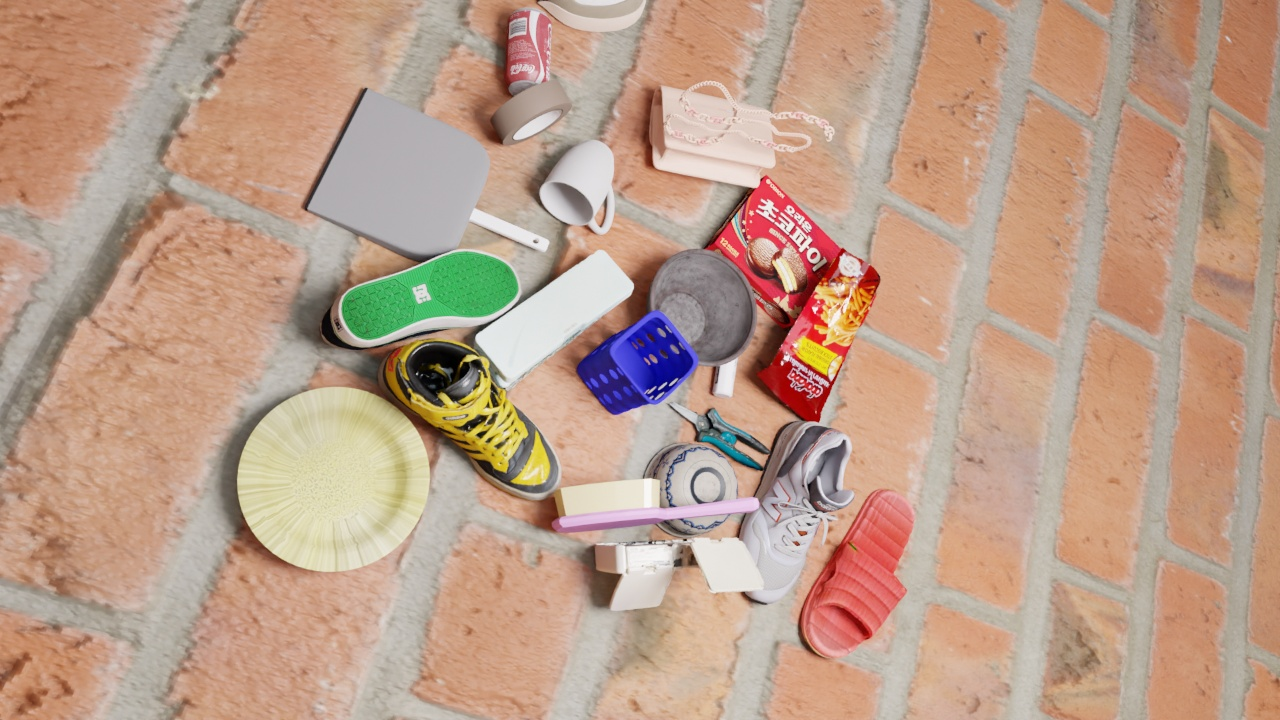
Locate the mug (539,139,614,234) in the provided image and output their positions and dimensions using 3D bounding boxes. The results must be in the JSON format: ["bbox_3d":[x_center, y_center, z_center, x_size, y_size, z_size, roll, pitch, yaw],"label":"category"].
[{"bbox_3d":[-0.061,-0.208,1.111,0.107,0.071,0.089,52,51,-37],"label":"mug"}]

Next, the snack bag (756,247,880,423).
[{"bbox_3d":[0.237,-0.031,1.195,0.139,0.067,0.207,40,78,-40],"label":"snack bag"}]

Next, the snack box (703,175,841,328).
[{"bbox_3d":[0.178,-0.144,1.215,0.152,0.036,0.132,42,66,-11],"label":"snack box"}]

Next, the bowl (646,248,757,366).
[{"bbox_3d":[0.064,-0.058,1.130,0.144,0.067,0.144,5,78,-23],"label":"bowl"}]

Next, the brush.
[{"bbox_3d":[0.016,0.157,1.019,0.228,0.089,0.043,-6,75,-1],"label":"brush"}]

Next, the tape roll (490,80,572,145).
[{"bbox_3d":[-0.128,-0.289,1.074,0.093,0.094,0.030,-31,93,-26],"label":"tape roll"}]

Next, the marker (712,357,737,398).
[{"bbox_3d":[0.113,-0.015,1.167,0.025,0.025,0.125,16,74,-21],"label":"marker"}]

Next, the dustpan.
[{"bbox_3d":[-0.224,-0.185,1.049,0.257,0.033,0.163,22,71,-9],"label":"dustpan"}]

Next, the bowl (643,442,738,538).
[{"bbox_3d":[0.066,0.153,1.093,0.115,0.059,0.115,5,78,-23],"label":"bowl"}]

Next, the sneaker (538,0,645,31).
[{"bbox_3d":[-0.114,-0.502,1.110,0.293,0.117,0.111,15,74,-21],"label":"sneaker"}]

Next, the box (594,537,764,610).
[{"bbox_3d":[0.039,0.233,0.996,0.143,0.182,0.081,0,80,-17],"label":"box"}]

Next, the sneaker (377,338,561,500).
[{"bbox_3d":[-0.166,0.061,0.972,0.238,0.122,0.085,38,68,-12],"label":"sneaker"}]

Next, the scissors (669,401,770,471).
[{"bbox_3d":[0.098,0.097,1.142,0.130,0.019,0.135,-14,84,-25],"label":"scissors"}]

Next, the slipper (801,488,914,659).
[{"bbox_3d":[0.294,0.272,1.174,0.103,0.059,0.248,42,65,-11],"label":"slipper"}]

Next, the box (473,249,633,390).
[{"bbox_3d":[-0.100,-0.052,1.063,0.198,0.073,0.086,-40,116,-24],"label":"box"}]

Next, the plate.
[{"bbox_3d":[-0.313,0.121,0.941,0.184,0.036,0.184,5,78,-24],"label":"plate"}]

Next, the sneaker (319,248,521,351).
[{"bbox_3d":[-0.238,-0.063,1.001,0.234,0.079,0.084,-20,92,-43],"label":"sneaker"}]

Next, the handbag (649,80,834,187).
[{"bbox_3d":[0.121,-0.313,1.137,0.198,0.188,0.116,8,65,-17],"label":"handbag"}]

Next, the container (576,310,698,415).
[{"bbox_3d":[-0.006,0.006,1.059,0.085,0.114,0.084,-42,98,-25],"label":"container"}]

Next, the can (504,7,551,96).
[{"bbox_3d":[-0.136,-0.370,1.109,0.054,0.054,0.096,6,77,-23],"label":"can"}]

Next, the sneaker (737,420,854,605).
[{"bbox_3d":[0.195,0.178,1.110,0.088,0.124,0.239,23,71,-18],"label":"sneaker"}]
